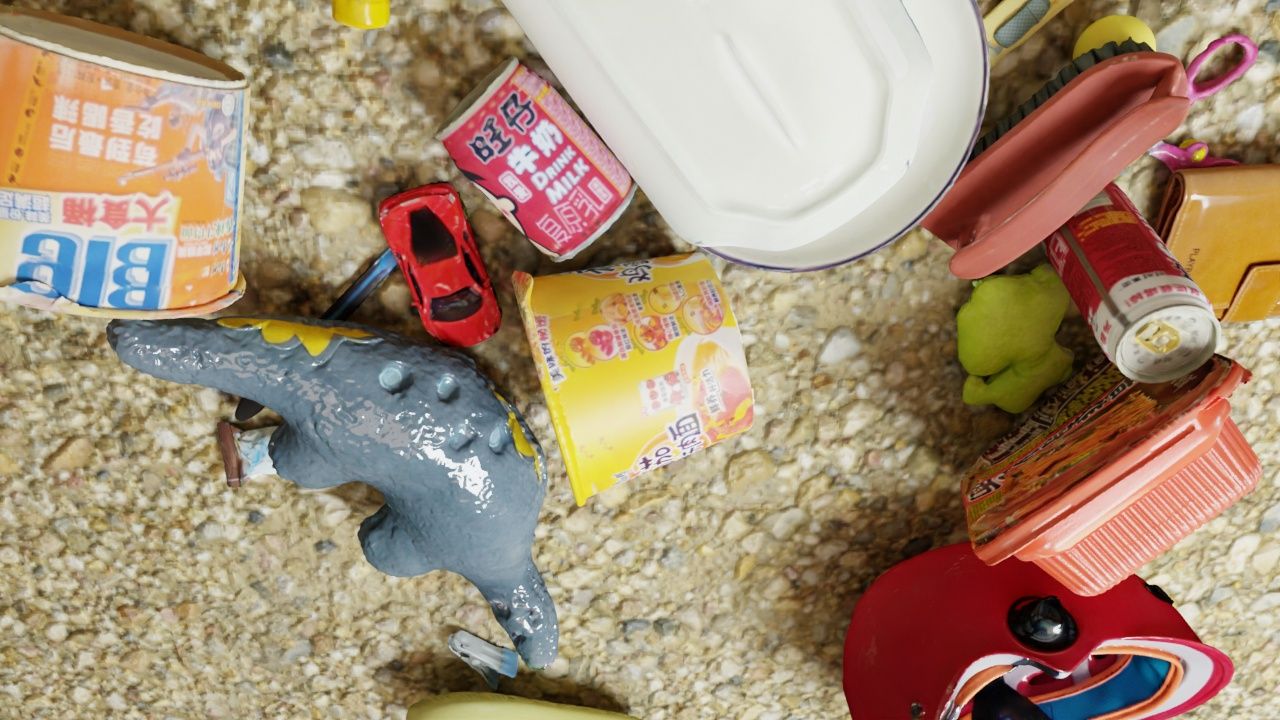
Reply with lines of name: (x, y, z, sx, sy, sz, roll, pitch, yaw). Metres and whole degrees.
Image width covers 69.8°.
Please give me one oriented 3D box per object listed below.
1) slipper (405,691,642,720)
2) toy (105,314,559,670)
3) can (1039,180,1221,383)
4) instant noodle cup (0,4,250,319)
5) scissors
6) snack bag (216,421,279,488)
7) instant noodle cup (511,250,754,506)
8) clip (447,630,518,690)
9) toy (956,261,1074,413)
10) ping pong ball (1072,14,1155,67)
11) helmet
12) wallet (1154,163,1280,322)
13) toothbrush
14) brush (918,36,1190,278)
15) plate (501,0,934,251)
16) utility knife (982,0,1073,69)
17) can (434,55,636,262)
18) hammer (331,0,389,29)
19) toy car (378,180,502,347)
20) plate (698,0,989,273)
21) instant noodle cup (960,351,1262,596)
slipper: (-0.082, 0.295, 0.689, 0.190, 0.081, 0.092, 12, 155, -15)
toy: (-0.135, 0.065, 0.561, 0.138, 0.091, 0.356, -41, 120, -4)
can: (0.263, -0.048, 0.505, 0.053, 0.132, 0.053, 1, 129, 1)
instant noodle cup: (-0.263, -0.100, 0.447, 0.151, 0.151, 0.111, 15, 108, -11)
scissors: (0.302, -0.136, 0.533, 0.133, 0.017, 0.130, 16, 120, -8)
snack bag: (-0.222, 0.056, 0.596, 0.104, 0.026, 0.048, -5, 104, -2)
instant noodle cup: (-0.003, 0.003, 0.525, 0.110, 0.138, 0.138, -16, 118, -4)
clip: (-0.121, 0.223, 0.693, 0.043, 0.026, 0.058, -39, 114, 24)
toy: (0.237, -0.012, 0.586, 0.100, 0.031, 0.097, 39, 111, -22)
ping pong ball: (0.257, -0.166, 0.498, 0.040, 0.040, 0.040, -2, 118, -3)
helmet: (0.247, 0.197, 0.631, 0.240, 0.143, 0.207, -23, 137, 7)
wallet: (0.378, -0.066, 0.560, 0.131, 0.035, 0.119, -3, 126, 3)
toothbrush: (-0.189, -0.026, 0.563, 0.190, 0.016, 0.014, -43, 107, 15)
brush: (0.221, -0.104, 0.489, 0.063, 0.069, 0.146, 29, 134, -19)
plate: (0.034, -0.166, 0.442, 0.162, 0.034, 0.266, -32, 111, 15)
utility knife: (0.199, -0.179, 0.506, 0.190, 0.020, 0.031, -39, 108, 21)
can: (-0.056, -0.108, 0.495, 0.067, 0.066, 0.094, -38, 114, 16)
hammer: (-0.268, -0.237, 0.431, 0.300, 0.032, 0.129, 3, 117, -6)
toy car: (-0.114, -0.052, 0.537, 0.049, 0.031, 0.106, -16, 125, -2)
plate: (0.085, -0.144, 0.495, 0.192, 0.039, 0.193, 0, 116, 0)
instant noodle cup: (0.273, 0.062, 0.537, 0.165, 0.188, 0.079, -43, 84, 18)
